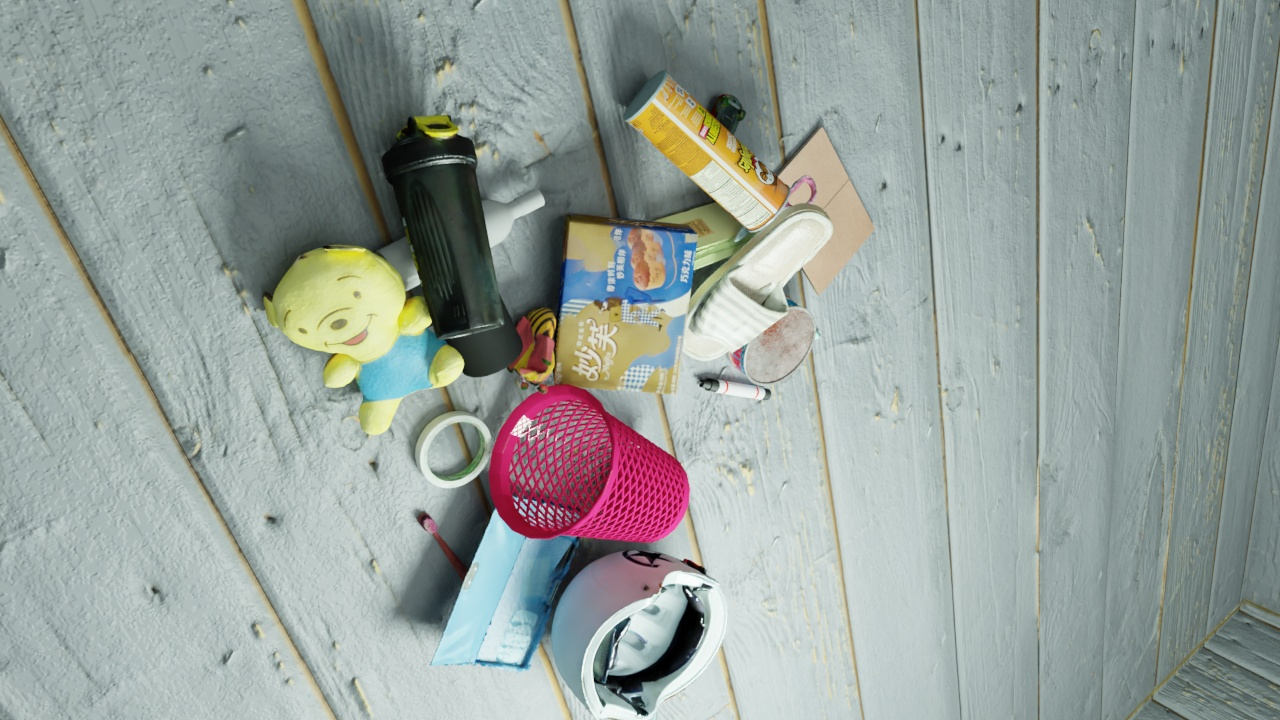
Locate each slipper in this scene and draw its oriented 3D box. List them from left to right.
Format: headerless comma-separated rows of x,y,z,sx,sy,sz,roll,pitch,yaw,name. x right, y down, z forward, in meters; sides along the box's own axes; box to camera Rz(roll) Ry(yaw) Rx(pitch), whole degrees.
0.149,-0.094,1.209,0.114,0.054,0.273,22,124,-28,slipper

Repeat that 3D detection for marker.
0.136,0.041,1.348,0.145,0.019,0.019,10,101,-38,marker

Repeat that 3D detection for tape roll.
-0.226,0.108,1.112,0.093,0.018,0.094,-14,115,-32,tape roll

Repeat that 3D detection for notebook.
0.262,-0.215,1.347,0.141,0.008,0.209,-49,128,-11,notebook

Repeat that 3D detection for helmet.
-0.011,0.365,1.276,0.263,0.164,0.237,12,104,-45,helmet

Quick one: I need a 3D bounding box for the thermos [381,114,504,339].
-0.197,-0.136,0.936,0.098,0.098,0.221,-13,90,-32,thermos

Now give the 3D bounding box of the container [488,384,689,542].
-0.047,0.151,1.159,0.225,0.183,0.183,30,89,-52,container

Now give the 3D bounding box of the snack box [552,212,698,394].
-0.023,-0.068,1.120,0.155,0.069,0.203,5,107,-8,snack box

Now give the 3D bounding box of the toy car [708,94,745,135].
0.101,-0.297,1.180,0.042,0.036,0.091,21,95,-39,toy car

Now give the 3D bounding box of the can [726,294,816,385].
0.189,-0.030,1.327,0.129,0.044,0.130,-19,129,-25,can

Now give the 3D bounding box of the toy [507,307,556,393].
-0.127,-0.014,1.099,0.046,0.084,0.103,10,90,-32,toy

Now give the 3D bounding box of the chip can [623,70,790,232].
0.083,-0.252,1.121,0.215,0.075,0.075,37,84,-22,chip can

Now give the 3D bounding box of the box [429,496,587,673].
-0.172,0.287,1.191,0.176,0.048,0.231,27,85,-47,box

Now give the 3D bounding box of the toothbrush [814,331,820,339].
0.212,-0.054,1.370,0.180,0.016,0.016,15,101,-40,toothbrush

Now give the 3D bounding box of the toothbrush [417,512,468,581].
-0.231,0.262,1.168,0.016,0.016,0.190,-38,126,-20,toothbrush

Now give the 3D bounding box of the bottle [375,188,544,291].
-0.193,-0.141,1.017,0.194,0.052,0.052,-32,123,-22,bottle

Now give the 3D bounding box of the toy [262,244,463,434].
-0.290,-0.034,0.959,0.149,0.084,0.214,-31,127,8,toy

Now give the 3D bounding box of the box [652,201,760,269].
0.105,-0.160,1.215,0.187,0.077,0.091,-21,118,-30,box

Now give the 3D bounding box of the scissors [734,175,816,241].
0.165,-0.215,1.221,0.172,0.013,0.170,48,62,-4,scissors

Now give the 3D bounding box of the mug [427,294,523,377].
-0.202,-0.031,1.046,0.113,0.078,0.088,-20,122,2,mug
